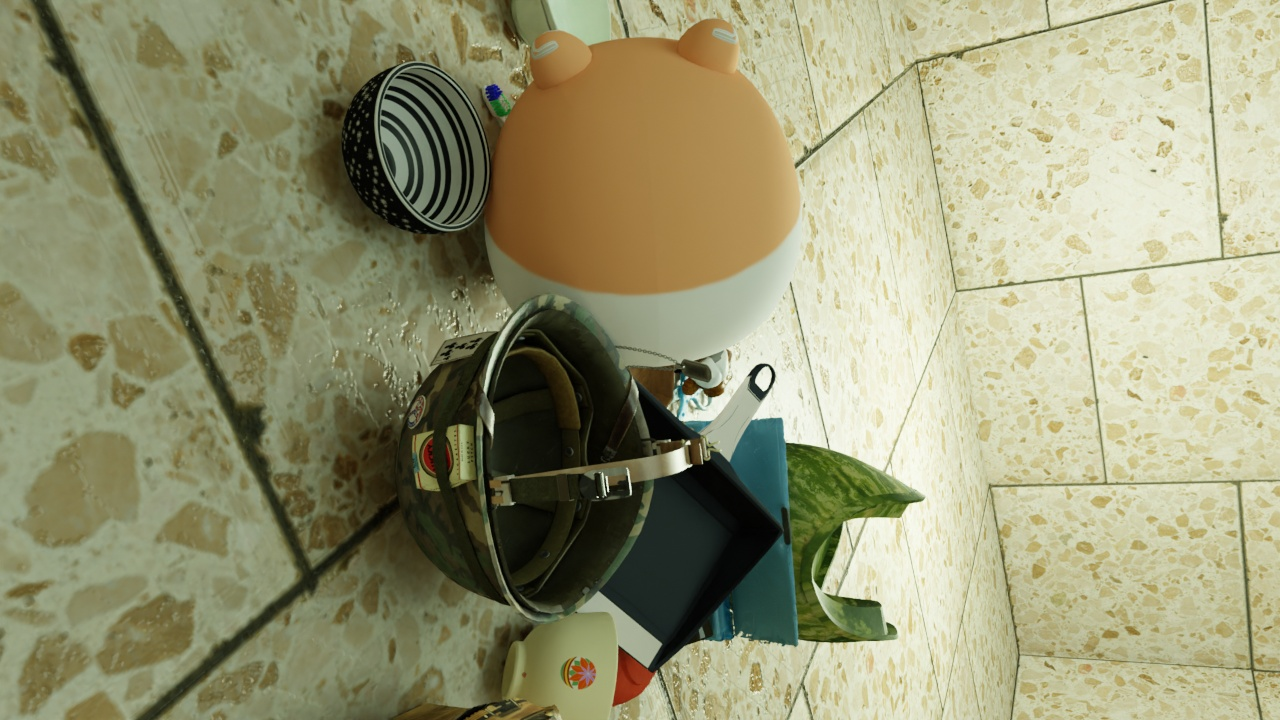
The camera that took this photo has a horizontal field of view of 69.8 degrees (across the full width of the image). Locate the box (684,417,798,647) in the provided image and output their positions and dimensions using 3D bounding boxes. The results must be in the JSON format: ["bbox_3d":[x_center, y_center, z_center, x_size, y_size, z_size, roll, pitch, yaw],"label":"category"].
[{"bbox_3d":[0.081,0.175,0.953,0.033,0.175,0.231,0,84,-51],"label":"box"}]

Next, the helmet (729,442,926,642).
[{"bbox_3d":[0.175,0.201,1.050,0.243,0.247,0.213,8,93,-26],"label":"helmet"}]

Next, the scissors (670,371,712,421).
[{"bbox_3d":[0.052,0.025,1.095,0.137,0.012,0.127,-19,101,-58],"label":"scissors"}]

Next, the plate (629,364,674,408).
[{"bbox_3d":[-0.006,0.005,0.972,0.131,0.025,0.131,10,78,-57],"label":"plate"}]

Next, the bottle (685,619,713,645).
[{"bbox_3d":[0.024,0.200,0.947,0.045,0.045,0.184,9,59,-60],"label":"bottle"}]

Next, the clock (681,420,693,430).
[{"bbox_3d":[0.005,0.102,0.915,0.129,0.090,0.052,-49,121,-44],"label":"clock"}]

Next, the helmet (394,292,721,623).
[{"bbox_3d":[-0.062,0.067,0.642,0.192,0.237,0.224,-6,107,-56],"label":"helmet"}]

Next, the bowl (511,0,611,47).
[{"bbox_3d":[-0.082,-0.331,0.867,0.117,0.061,0.117,15,73,-59],"label":"bowl"}]

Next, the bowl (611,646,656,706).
[{"bbox_3d":[-0.011,0.281,0.910,0.122,0.035,0.122,17,70,-59],"label":"bowl"}]

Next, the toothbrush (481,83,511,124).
[{"bbox_3d":[-0.097,-0.176,0.858,0.187,0.016,0.015,60,37,-36],"label":"toothbrush"}]

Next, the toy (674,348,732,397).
[{"bbox_3d":[0.068,-0.006,1.060,0.087,0.067,0.113,-40,135,-17],"label":"toy"}]

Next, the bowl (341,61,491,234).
[{"bbox_3d":[-0.172,-0.149,0.668,0.120,0.066,0.120,17,70,-59],"label":"bowl"}]

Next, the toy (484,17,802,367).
[{"bbox_3d":[0.000,-0.137,0.757,0.265,0.263,0.281,-98,-177,-48],"label":"toy"}]

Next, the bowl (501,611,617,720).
[{"bbox_3d":[-0.073,0.261,0.755,0.074,0.118,0.117,14,66,-15],"label":"bowl"}]

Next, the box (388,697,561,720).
[{"bbox_3d":[-0.131,0.337,0.511,0.278,0.221,0.258,2,82,-59],"label":"box"}]

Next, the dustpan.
[{"bbox_3d":[0.030,0.111,0.824,0.236,0.080,0.272,45,64,-26],"label":"dustpan"}]
